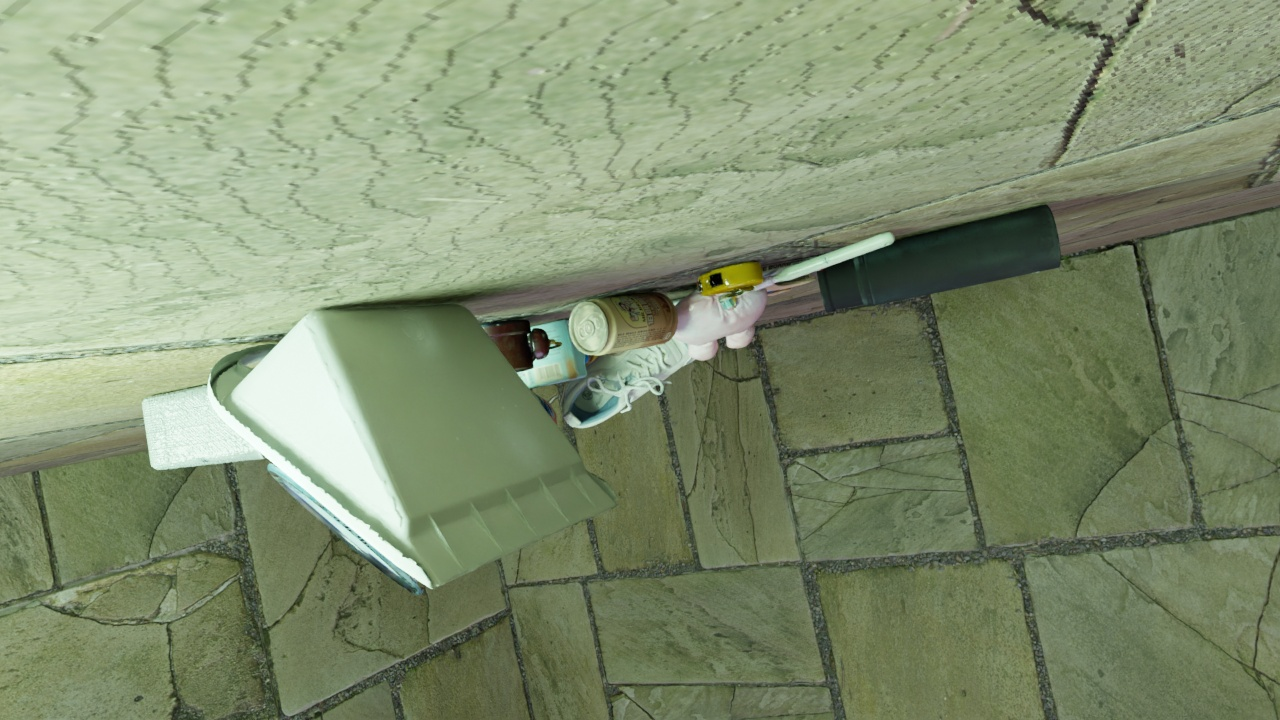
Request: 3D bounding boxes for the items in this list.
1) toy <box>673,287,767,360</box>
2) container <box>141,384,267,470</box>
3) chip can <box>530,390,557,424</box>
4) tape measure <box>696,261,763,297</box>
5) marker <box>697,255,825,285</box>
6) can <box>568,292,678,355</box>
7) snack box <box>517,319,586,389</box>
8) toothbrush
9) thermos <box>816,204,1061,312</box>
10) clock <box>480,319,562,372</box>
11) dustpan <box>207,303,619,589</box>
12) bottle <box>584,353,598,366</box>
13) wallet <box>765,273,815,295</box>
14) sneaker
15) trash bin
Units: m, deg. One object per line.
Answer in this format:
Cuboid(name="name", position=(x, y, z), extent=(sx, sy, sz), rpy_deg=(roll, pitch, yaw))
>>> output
Cuboid(name="toy", position=(0.091, -0.046, 1.076), extent=(0.121, 0.054, 0.160), rpy_deg=(-18, 156, -3))
Cuboid(name="container", position=(-0.466, 0.070, 0.999), extent=(0.114, 0.090, 0.090), rpy_deg=(-9, 178, -9))
Cuboid(name="chip can", position=(-0.142, 0.065, 1.064), extent=(0.071, 0.071, 0.215), rpy_deg=(-12, 172, 0))
Cuboid(name="tape measure", position=(0.094, -0.079, 0.916), extent=(0.060, 0.029, 0.057), rpy_deg=(-12, 178, -20))
Cuboid(name="marker", position=(0.131, -0.092, 0.973), extent=(0.145, 0.017, 0.017), rpy_deg=(-12, 179, -14))
Cuboid(name="can", position=(-0.016, -0.039, 0.966), extent=(0.059, 0.058, 0.116), rpy_deg=(-13, 179, 41))
Cuboid(name="snack box", position=(-0.159, 0.002, 1.148), extent=(0.175, 0.074, 0.051), rpy_deg=(-12, 178, 10))
Cuboid(name="toothbrush", position=(0.166, -0.090, 0.930), extent=(0.190, 0.020, 0.029), rpy_deg=(-21, 162, 27))
Cuboid(name="thermos", position=(0.316, -0.113, 0.995), extent=(0.243, 0.068, 0.089), rpy_deg=(-11, -147, 17))
Cuboid(name="clock", position=(-0.144, -0.013, 0.986), extent=(0.121, 0.055, 0.082), rpy_deg=(-8, 177, -26))
Cuboid(name="dustpan", position=(-0.184, 0.056, 0.680), extent=(0.143, 0.257, 0.222), rpy_deg=(-39, 166, 27))
Cuboid(name="bottle", position=(-0.128, -0.003, 1.284), extent=(0.065, 0.065, 0.218), rpy_deg=(-13, 177, 28))
Cuboid(name="wallet", position=(0.151, -0.091, 1.141), extent=(0.087, 0.024, 0.115), rpy_deg=(-5, 173, -38))
Cuboid(name="sneaker", position=(-0.007, 0.007, 1.173), extent=(0.243, 0.089, 0.090), rpy_deg=(-36, -168, 20))
Cuboid(name="trash bin", position=(-0.283, 0.128, 1.081), extent=(0.194, 0.226, 0.227), rpy_deg=(-51, -164, -23))
